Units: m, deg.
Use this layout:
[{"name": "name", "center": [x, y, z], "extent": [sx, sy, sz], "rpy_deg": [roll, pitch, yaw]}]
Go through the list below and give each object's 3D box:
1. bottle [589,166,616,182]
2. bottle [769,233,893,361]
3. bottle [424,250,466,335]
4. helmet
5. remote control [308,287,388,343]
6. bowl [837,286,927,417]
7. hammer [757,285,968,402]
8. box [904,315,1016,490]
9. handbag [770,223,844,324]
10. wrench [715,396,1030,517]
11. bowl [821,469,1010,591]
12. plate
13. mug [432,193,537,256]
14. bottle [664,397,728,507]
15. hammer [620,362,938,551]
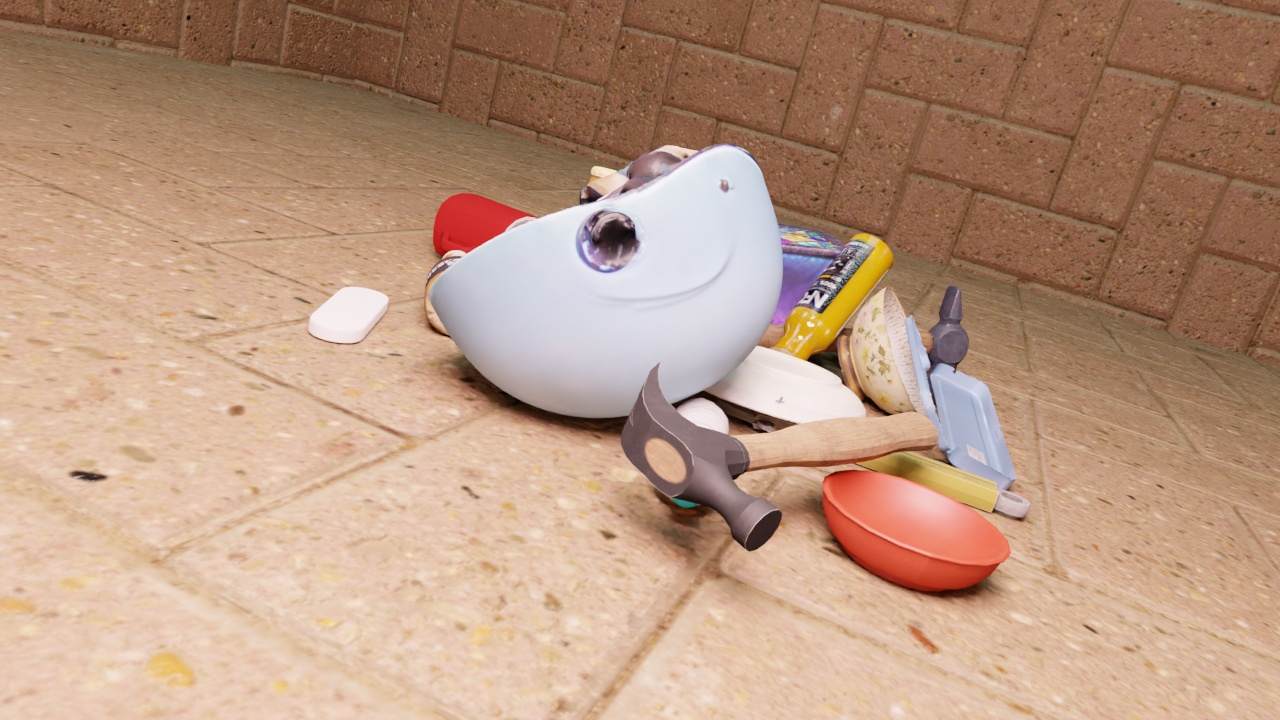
[{"name": "bottle", "center": [-0.051, -0.115, 0.938], "extent": [0.072, 0.161, 0.046], "rpy_deg": [12, 16, -10]}, {"name": "bottle", "center": [0.191, -0.052, 0.951], "extent": [0.053, 0.185, 0.053], "rpy_deg": [36, -19, 15]}, {"name": "bottle", "center": [-0.173, -0.072, 0.866], "extent": [0.059, 0.059, 0.167], "rpy_deg": [11, 16, -15]}, {"name": "helmet", "center": [-0.014, -0.044, 0.676], "extent": [0.265, 0.166, 0.226], "rpy_deg": [-17, -8, -13]}, {"name": "remote control", "center": [-0.244, -0.040, 0.775], "extent": [0.043, 0.013, 0.136], "rpy_deg": [13, 16, -7]}, {"name": "bowl", "center": [0.245, 0.001, 0.942], "extent": [0.063, 0.145, 0.145], "rpy_deg": [-18, 1, 26]}, {"name": "hammer", "center": [0.204, -0.024, 1.003], "extent": [0.321, 0.129, 0.040], "rpy_deg": [2, 12, -9]}, {"name": "box", "center": [0.291, 0.037, 0.872], "extent": [0.126, 0.039, 0.208], "rpy_deg": [43, 24, -8]}, {"name": "handbag", "center": [0.125, -0.095, 1.091], "extent": [0.222, 0.125, 0.204], "rpy_deg": [4, 17, -1]}, {"name": "wrench", "center": [0.188, 0.075, 0.774], "extent": [0.273, 0.018, 0.083], "rpy_deg": [19, 15, 15]}, {"name": "bowl", "center": [0.172, 0.114, 0.595], "extent": [0.122, 0.035, 0.122], "rpy_deg": [14, 16, -4]}, {"name": "plate", "center": [0.119, 0.016, 0.819], "extent": [0.182, 0.034, 0.182], "rpy_deg": [16, 10, -3]}, {"name": "mug", "center": [-0.186, -0.140, 1.056], "extent": [0.097, 0.081, 0.116], "rpy_deg": [23, 24, 25]}, {"name": "bottle", "center": [0.036, 0.064, 0.622], "extent": [0.044, 0.044, 0.136], "rpy_deg": [16, 16, 3]}, {"name": "hammer", "center": [0.113, 0.052, 0.607], "extent": [0.304, 0.040, 0.132], "rpy_deg": [0, 31, -48]}]
